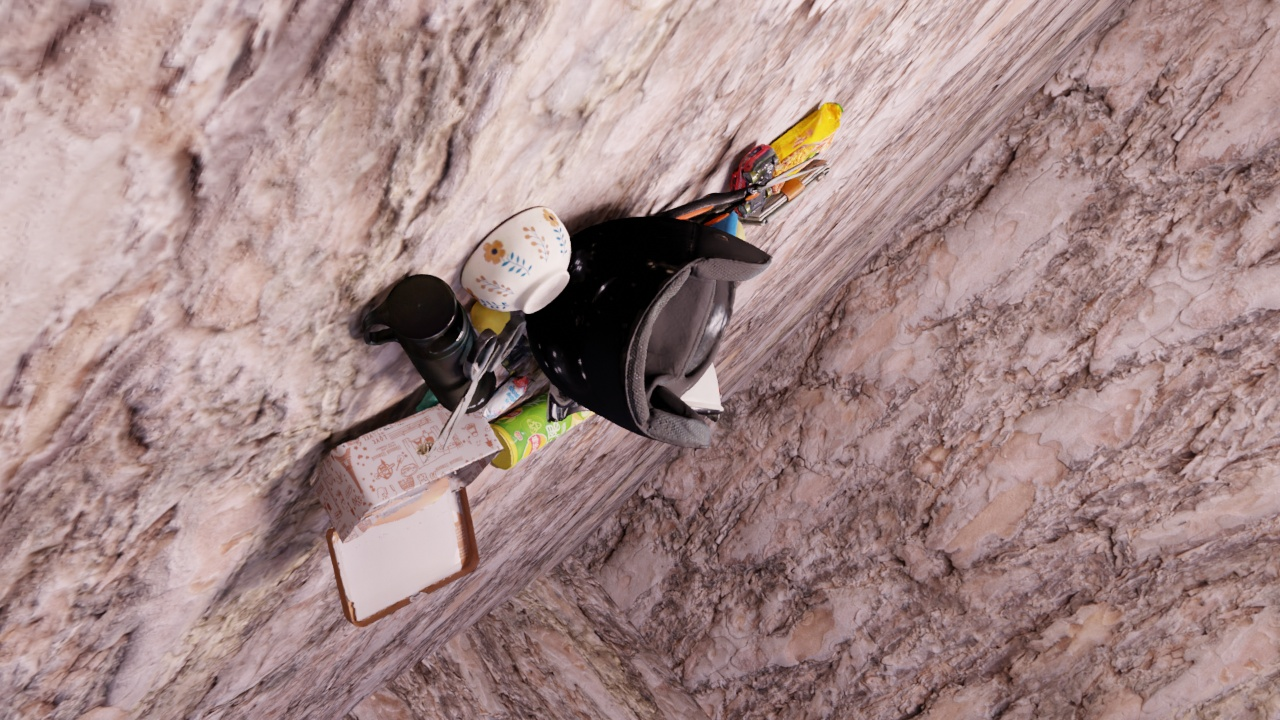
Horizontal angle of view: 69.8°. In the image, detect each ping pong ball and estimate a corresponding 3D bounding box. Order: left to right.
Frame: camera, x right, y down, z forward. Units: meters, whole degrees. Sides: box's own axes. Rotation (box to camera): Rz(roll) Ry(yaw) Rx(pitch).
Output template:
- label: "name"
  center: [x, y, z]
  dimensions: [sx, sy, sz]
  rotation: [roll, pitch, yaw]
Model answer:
- label: "ping pong ball"
  center: [-0.152, -0.045, 0.928]
  dimensions: [0.040, 0.040, 0.040]
  rotation: [-40, 169, -10]

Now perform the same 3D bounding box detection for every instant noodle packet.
- label: "instant noodle packet"
  center: [0.215, -0.286, 1.246]
  dimensions: [0.128, 0.044, 0.111]
  rotation: [-41, 173, -7]

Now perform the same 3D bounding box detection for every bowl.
- label: "bowl"
  center: [-0.108, -0.085, 0.873]
  dimensions: [0.113, 0.062, 0.113]
  rotation: [-38, 168, -10]

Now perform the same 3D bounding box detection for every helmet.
- label: "helmet"
  center: [-0.007, 0.007, 1.233]
  dimensions: [0.229, 0.156, 0.275]
  rotation: [6, 169, -21]
- label: "helmet"
  center: [0.010, -0.045, 1.002]
  dimensions: [0.274, 0.230, 0.234]
  rotation: [-22, 133, -69]

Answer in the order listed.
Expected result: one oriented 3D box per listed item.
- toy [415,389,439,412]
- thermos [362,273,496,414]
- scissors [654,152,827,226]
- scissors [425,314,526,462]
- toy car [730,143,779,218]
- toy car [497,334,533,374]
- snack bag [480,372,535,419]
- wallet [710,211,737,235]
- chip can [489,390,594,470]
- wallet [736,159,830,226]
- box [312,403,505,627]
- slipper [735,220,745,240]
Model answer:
- label: "toy"
  center: [-0.208, 0.028, 1.048]
  dimensions: [0.096, 0.030, 0.092]
  rotation: [-41, 173, -2]
- label: "thermos"
  center: [-0.198, -0.010, 0.879]
  dimensions: [0.090, 0.068, 0.243]
  rotation: [-8, 163, -3]
- label: "scissors"
  center: [0.113, -0.200, 1.126]
  dimensions: [0.220, 0.021, 0.225]
  rotation: [-19, 176, -21]
- label: "scissors"
  center: [-0.164, 0.026, 0.879]
  dimensions: [0.162, 0.014, 0.166]
  rotation: [-50, 172, -16]
- label: "toy car"
  center: [0.144, -0.235, 1.192]
  dimensions: [0.052, 0.045, 0.121]
  rotation: [-40, 163, -19]
- label: "toy car"
  center: [-0.150, -0.013, 1.071]
  dimensions: [0.042, 0.035, 0.090]
  rotation: [-39, 169, -7]
- label: "snack bag"
  center: [-0.184, 0.051, 1.221]
  dimensions: [0.105, 0.026, 0.045]
  rotation: [-41, 179, 1]
- label: "wallet"
  center: [0.079, -0.127, 1.196]
  dimensions: [0.107, 0.040, 0.132]
  rotation: [-30, -149, 34]
- label: "chip can"
  center: [-0.139, 0.085, 1.383]
  dimensions: [0.220, 0.072, 0.073]
  rotation: [-32, 165, -43]
- label: "wallet"
  center: [0.203, -0.245, 1.320]
  dimensions: [0.129, 0.037, 0.106]
  rotation: [-40, -164, -4]
- label: "box"
  center: [-0.268, 0.167, 1.052]
  dimensions: [0.178, 0.130, 0.273]
  rotation: [-23, 140, -38]
- label: "slipper"
  center: [0.087, -0.119, 1.299]
  dimensions: [0.081, 0.091, 0.191]
  rotation: [13, 123, -51]
